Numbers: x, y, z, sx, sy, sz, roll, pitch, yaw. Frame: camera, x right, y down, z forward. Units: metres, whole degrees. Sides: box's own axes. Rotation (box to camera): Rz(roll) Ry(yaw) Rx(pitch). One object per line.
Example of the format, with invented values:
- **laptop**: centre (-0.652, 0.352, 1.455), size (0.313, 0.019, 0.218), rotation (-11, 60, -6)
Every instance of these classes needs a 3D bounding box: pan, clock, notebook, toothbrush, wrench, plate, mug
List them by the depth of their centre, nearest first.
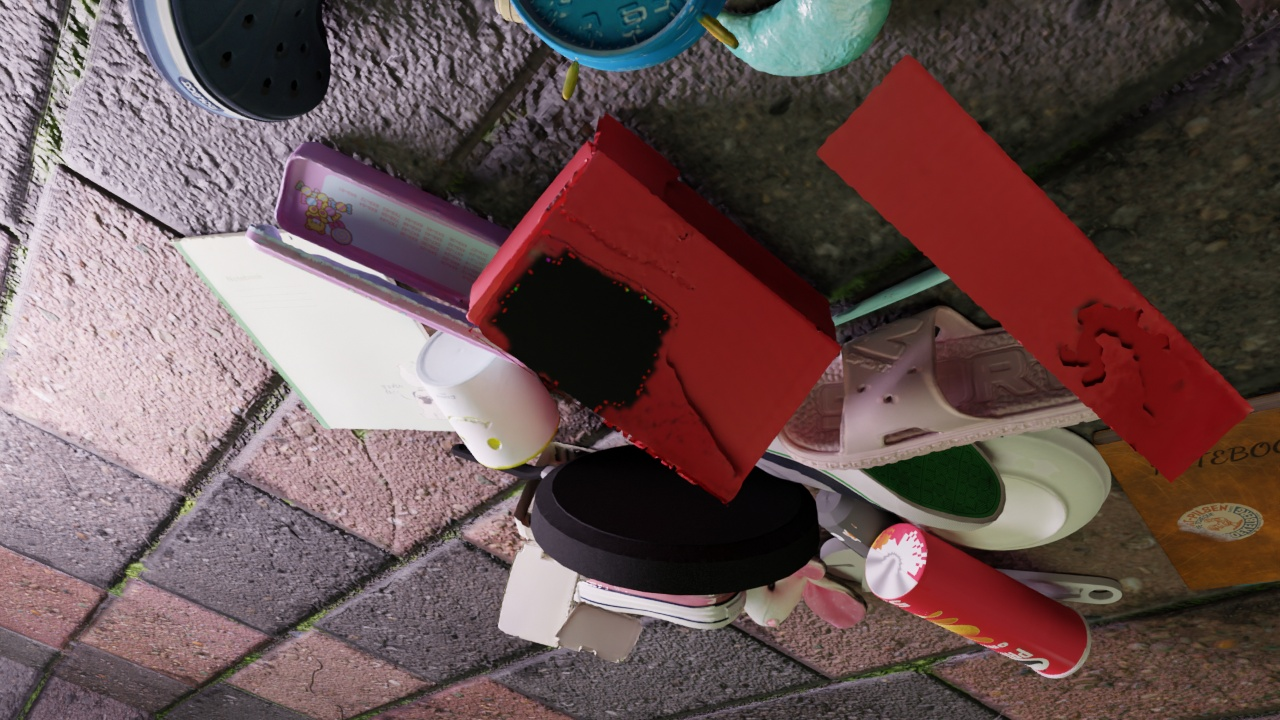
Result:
- **clock**: centre (-0.019, -0.212, 0.426), size (0.117, 0.060, 0.161), rotation (-15, 110, 16)
- **toothbrush**: centre (0.148, -0.036, 0.640), size (0.181, 0.016, 0.016), rotation (-25, 118, 40)
- **notebook**: centre (0.485, 0.109, 0.703), size (0.179, 0.014, 0.249), rotation (-20, 130, 36)
- **mug**: centre (-0.124, 0.026, 0.752), size (0.083, 0.082, 0.106), rotation (-4, 137, 23)
- **pan**: centre (-0.027, 0.103, 0.756), size (0.357, 0.224, 0.034), rotation (13, 109, 33)
- **plate**: centre (0.288, 0.113, 0.758), size (0.182, 0.034, 0.183), rotation (10, 141, 8)
- **notebook**: centre (-0.264, -0.017, 0.804), size (0.182, 0.010, 0.253), rotation (0, 139, 19)
- **wrench**: centre (0.310, 0.202, 0.873), size (0.273, 0.018, 0.087), rotation (2, 140, 14)

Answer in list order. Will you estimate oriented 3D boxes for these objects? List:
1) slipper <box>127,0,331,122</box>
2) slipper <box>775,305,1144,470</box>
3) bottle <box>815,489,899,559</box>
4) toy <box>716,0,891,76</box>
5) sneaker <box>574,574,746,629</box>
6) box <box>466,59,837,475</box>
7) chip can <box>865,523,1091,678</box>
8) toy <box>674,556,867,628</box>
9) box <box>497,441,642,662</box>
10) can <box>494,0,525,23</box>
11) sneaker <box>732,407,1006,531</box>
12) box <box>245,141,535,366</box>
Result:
- **slipper**: centre (-0.195, -0.221, 0.458), size (0.095, 0.104, 0.253), rotation (19, 140, 7)
- **slipper**: centre (0.203, 0.009, 0.616), size (0.240, 0.094, 0.064), rotation (-12, 139, 22)
- **bottle**: centre (0.202, 0.150, 0.822), size (0.112, 0.046, 0.047), rotation (37, 137, -25)
- **toy**: centre (0.085, -0.189, 0.465), size (0.085, 0.033, 0.105), rotation (31, 141, -1)
- **sneaker**: centre (-0.010, 0.184, 0.882), size (0.241, 0.118, 0.088), rotation (6, 124, 38)
- **box**: centre (0.010, -0.099, 0.691), size (0.213, 0.324, 0.153), rotation (34, 123, -23)
- **chip can**: centre (0.300, 0.215, 0.812), size (0.220, 0.069, 0.069), rotation (28, 140, -24)
- **toy**: centre (0.113, 0.226, 0.916), size (0.195, 0.084, 0.159), rotation (-10, 142, 27)
- **box**: centre (-0.047, 0.175, 0.816), size (0.143, 0.190, 0.069), rotation (12, 139, 15)
- **can**: centre (-0.035, -0.195, 0.490), size (0.079, 0.038, 0.038), rotation (13, 141, 3)
- **sneaker**: centre (0.160, 0.072, 0.714), size (0.235, 0.084, 0.079), rotation (22, 151, 6)
- **box**: centre (-0.164, -0.067, 0.659), size (0.214, 0.096, 0.077), rotation (24, 157, -11)
